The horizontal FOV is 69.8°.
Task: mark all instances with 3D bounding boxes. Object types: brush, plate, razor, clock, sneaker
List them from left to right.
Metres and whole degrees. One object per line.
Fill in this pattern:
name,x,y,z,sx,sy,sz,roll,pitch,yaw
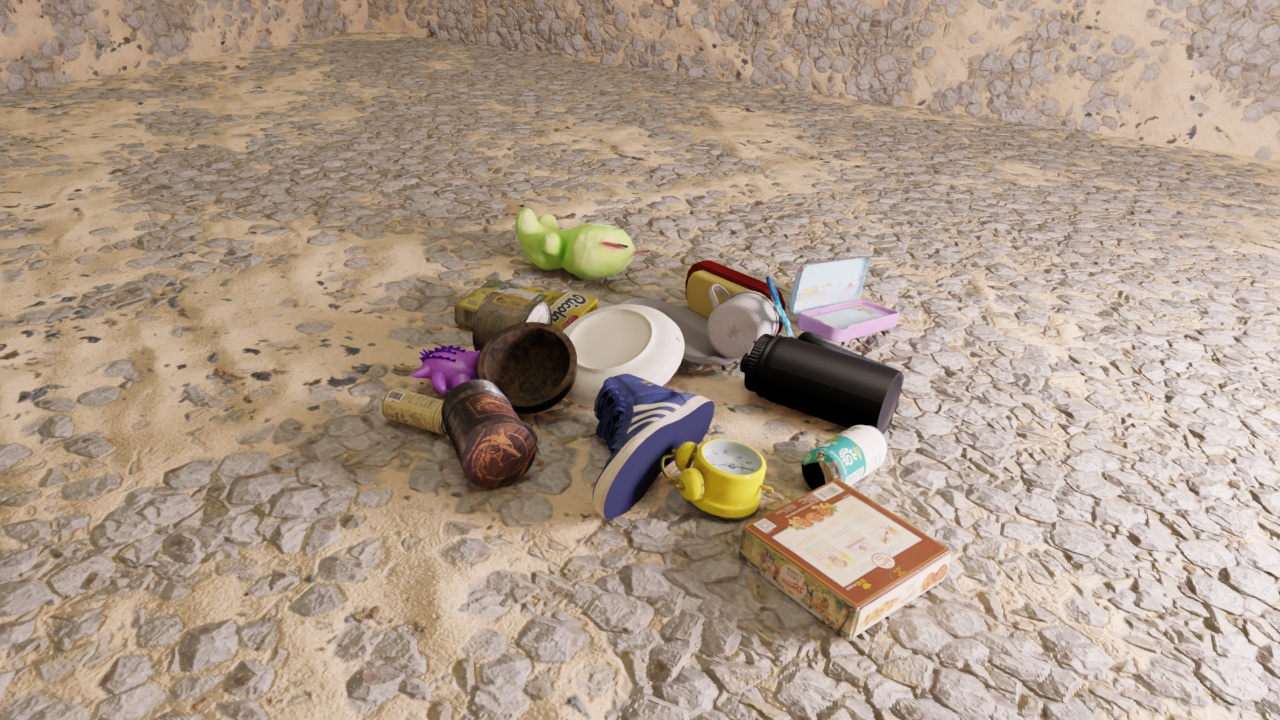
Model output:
plate,-0.036,-0.017,1.180,0.182,0.034,0.182,-9,43,8
sneaker,-0.024,0.078,1.010,0.118,0.092,0.232,24,33,24
plate,0.052,-0.038,1.287,0.178,0.012,0.178,18,25,-9
clock,0.078,0.124,0.973,0.118,0.057,0.083,8,28,-6
brush,0.131,-0.086,1.348,0.041,0.082,0.173,-23,38,-40
razor,0.280,0.005,1.239,0.151,0.054,0.067,18,18,14

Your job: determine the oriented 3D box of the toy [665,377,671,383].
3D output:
toy,-0.007,0.007,1.206,0.099,0.036,0.080,0,33,-10

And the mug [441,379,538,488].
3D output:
mug,-0.156,0.083,1.017,0.115,0.080,0.107,21,15,-33

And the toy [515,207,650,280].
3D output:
toy,-0.101,-0.182,1.492,0.197,0.107,0.150,23,9,15

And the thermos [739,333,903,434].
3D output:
thermos,0.216,0.024,1.148,0.199,0.086,0.085,19,32,26

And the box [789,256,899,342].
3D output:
box,0.306,-0.094,1.335,0.090,0.091,0.213,24,23,33

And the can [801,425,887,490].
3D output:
can,0.229,0.110,1.022,0.101,0.055,0.055,-22,37,-39

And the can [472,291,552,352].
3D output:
can,-0.170,-0.041,1.216,0.075,0.090,0.089,13,29,17

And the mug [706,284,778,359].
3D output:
mug,0.130,-0.059,1.268,0.113,0.084,0.070,45,31,8

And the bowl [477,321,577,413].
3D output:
bowl,-0.136,0.018,1.132,0.121,0.056,0.121,-2,58,2

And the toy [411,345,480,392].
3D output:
toy,-0.234,0.009,1.151,0.088,0.056,0.105,8,29,15

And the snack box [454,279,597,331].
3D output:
snack box,-0.166,-0.072,1.324,0.181,0.045,0.121,13,29,17

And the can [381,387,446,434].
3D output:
can,-0.258,0.059,1.073,0.079,0.038,0.038,14,30,18

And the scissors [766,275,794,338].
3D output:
scissors,0.184,-0.073,1.230,0.013,0.118,0.139,-22,-11,14

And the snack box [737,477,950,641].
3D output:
snack box,0.196,0.187,0.888,0.142,0.041,0.147,-18,35,-35
